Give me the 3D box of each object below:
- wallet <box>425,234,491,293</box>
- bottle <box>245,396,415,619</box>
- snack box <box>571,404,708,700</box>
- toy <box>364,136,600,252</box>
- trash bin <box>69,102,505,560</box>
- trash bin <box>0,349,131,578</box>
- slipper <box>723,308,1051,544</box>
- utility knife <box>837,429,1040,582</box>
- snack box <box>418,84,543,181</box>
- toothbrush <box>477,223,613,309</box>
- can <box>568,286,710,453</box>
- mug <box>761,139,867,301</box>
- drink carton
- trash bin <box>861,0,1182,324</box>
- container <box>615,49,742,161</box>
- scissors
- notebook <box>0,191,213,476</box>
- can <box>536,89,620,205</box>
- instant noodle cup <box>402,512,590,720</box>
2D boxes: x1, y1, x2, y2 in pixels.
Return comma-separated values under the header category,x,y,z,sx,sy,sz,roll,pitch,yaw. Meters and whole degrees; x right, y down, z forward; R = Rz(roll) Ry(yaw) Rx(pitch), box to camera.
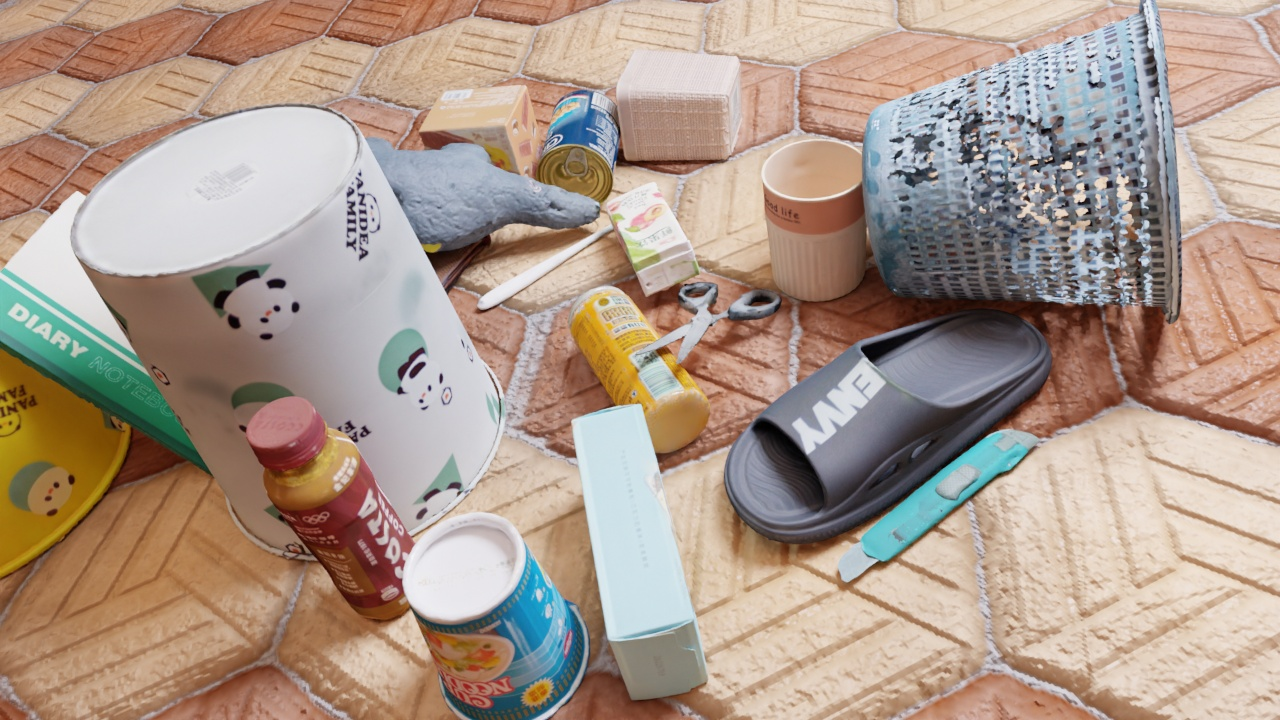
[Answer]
category,x,y,z,sx,sy,sz,roll,pitch,yaw
wallet,-0.214,-0.090,0.871,0.101,0.032,0.124,14,51,22
bottle,-0.187,0.094,0.572,0.057,0.175,0.057,-7,44,7
snack box,-0.002,0.115,0.578,0.051,0.074,0.174,-14,44,0
toy,-0.218,-0.157,0.852,0.356,0.092,0.137,11,35,5
trash bin,-0.240,-0.023,0.648,0.230,0.252,0.229,-7,45,7
trash bin,-0.566,0.016,0.690,0.230,0.256,0.229,-7,44,7
slipper,0.169,0.020,0.627,0.267,0.083,0.110,-28,44,-16
utility knife,0.194,0.091,0.597,0.174,0.013,0.029,-33,47,-18
snack box,-0.158,-0.217,0.936,0.093,0.094,0.076,0,45,13
toothbrush,-0.076,-0.097,0.851,0.179,0.016,0.016,-35,56,-19
can,-0.004,0.004,0.701,0.058,0.058,0.146,-25,45,-11
mug,0.141,-0.123,0.758,0.081,0.106,0.114,-13,44,1
drink carton,0.010,-0.107,0.812,0.053,0.045,0.122,-23,37,1
trash bin,0.276,-0.130,0.677,0.195,0.227,0.225,-5,43,28
container,0.043,-0.258,0.936,0.111,0.090,0.090,6,47,15
scissors,0.053,-0.032,0.711,0.162,0.014,0.165,-5,22,-16
notebook,-0.398,-0.021,0.736,0.012,0.209,0.150,-26,36,33
can,-0.059,-0.213,0.922,0.075,0.075,0.111,-4,44,10
instant noodle cup,-0.089,0.148,0.541,0.099,0.110,0.099,-8,44,7
